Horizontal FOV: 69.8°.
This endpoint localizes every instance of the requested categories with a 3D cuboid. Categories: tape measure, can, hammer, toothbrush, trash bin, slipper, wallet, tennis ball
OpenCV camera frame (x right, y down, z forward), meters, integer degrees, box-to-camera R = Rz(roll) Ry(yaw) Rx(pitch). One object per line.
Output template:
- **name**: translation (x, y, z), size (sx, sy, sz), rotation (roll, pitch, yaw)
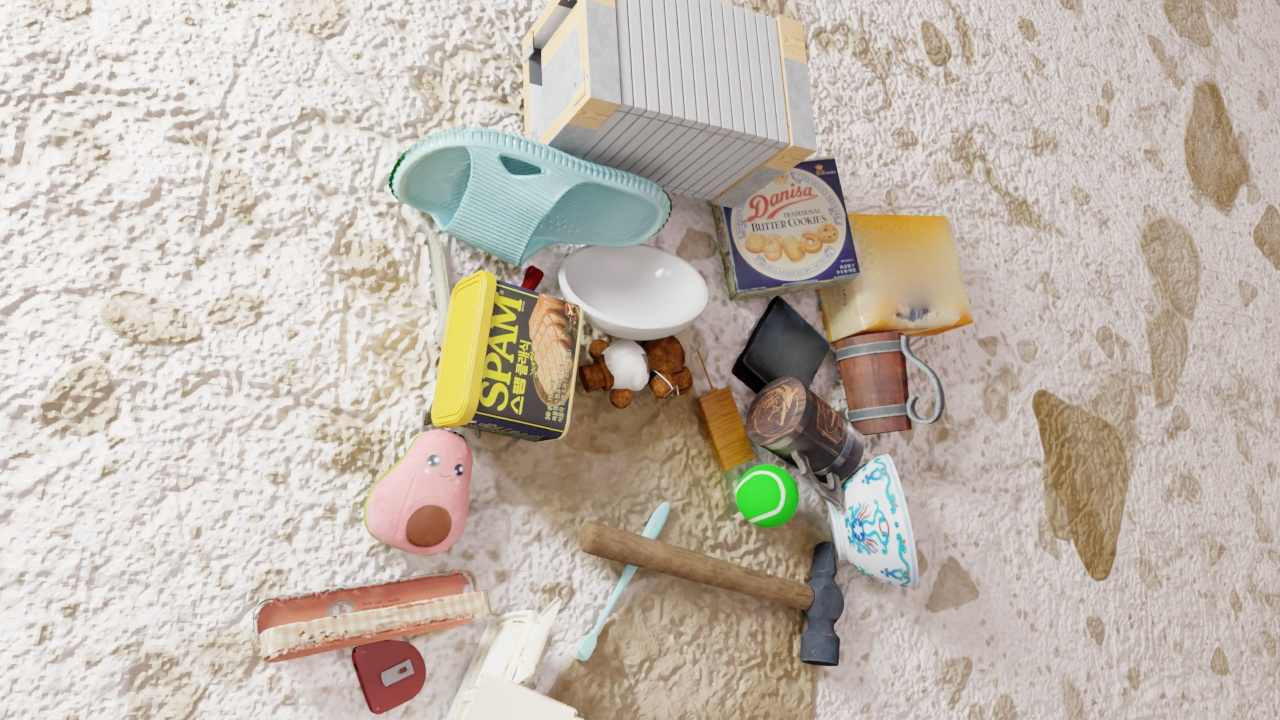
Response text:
- **tape measure**: translation (-0.205, 0.253, 0.753), size (0.051, 0.019, 0.059), rotation (-18, 87, -33)
- **can**: translation (-0.117, 0.001, 0.826), size (0.104, 0.075, 0.135), rotation (16, 73, -33)
- **hammer**: translation (0.080, 0.212, 0.917), size (0.321, 0.040, 0.129), rotation (22, 63, -28)
- **toothbrush**: translation (-0.015, 0.208, 0.882), size (0.016, 0.017, 0.180), rotation (42, 58, -13)
- **trash bin**: translation (0.025, -0.263, 0.907), size (0.246, 0.143, 0.142), rotation (5, 73, -29)
- **slipper**: translation (-0.093, -0.146, 0.863), size (0.275, 0.116, 0.069), rotation (8, 47, -26)
- **wallet**: translation (0.162, -0.006, 1.040), size (0.089, 0.026, 0.114), rotation (40, 60, -14)
- **tennis ball**: translation (0.132, 0.142, 0.958), size (0.065, 0.066, 0.065), rotation (9, 73, -29)

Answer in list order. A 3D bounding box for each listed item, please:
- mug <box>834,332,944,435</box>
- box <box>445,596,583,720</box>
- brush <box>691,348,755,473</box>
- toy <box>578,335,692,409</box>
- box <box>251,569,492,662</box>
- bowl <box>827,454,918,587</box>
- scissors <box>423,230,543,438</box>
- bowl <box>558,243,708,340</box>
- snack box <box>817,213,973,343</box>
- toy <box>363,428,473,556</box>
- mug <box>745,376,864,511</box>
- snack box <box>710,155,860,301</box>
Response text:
- **mug**: translation (0.287, 0.026, 1.056), size (0.081, 0.118, 0.111), rotation (2, 79, -50)
- **box**: translation (-0.112, 0.255, 0.711), size (0.080, 0.181, 0.143), rotation (33, 56, -19)
- **brush**: translation (0.081, 0.053, 0.980), size (0.048, 0.017, 0.126), rotation (-19, 87, -33)
- **toy**: translation (-0.006, 0.005, 0.918), size (0.112, 0.067, 0.087), rotation (-18, 68, -17)
- **box**: translation (-0.213, 0.202, 0.743), size (0.186, 0.057, 0.067), rotation (-3, 46, -33)
- **bowl**: translation (0.247, 0.179, 0.998), size (0.074, 0.144, 0.144), rotation (-11, 81, 7)
- **scissors**: translation (-0.160, -0.036, 0.861), size (0.198, 0.015, 0.179), rotation (-42, 101, -32)
- **bowl**: translation (-0.009, -0.062, 0.916), size (0.149, 0.043, 0.149), rotation (7, 38, -6)
- **snack box**: translation (0.312, -0.102, 1.123), size (0.195, 0.081, 0.145), rotation (-5, 80, -32)
- **toy**: translation (-0.184, 0.110, 0.784), size (0.090, 0.051, 0.109), rotation (26, 64, -25)
- **mug**: translation (0.178, 0.091, 0.976), size (0.107, 0.080, 0.115), rotation (33, 42, -32)
- **snack box**: translation (0.160, -0.149, 1.038), size (0.144, 0.043, 0.145), rotation (-9, 82, -8)
